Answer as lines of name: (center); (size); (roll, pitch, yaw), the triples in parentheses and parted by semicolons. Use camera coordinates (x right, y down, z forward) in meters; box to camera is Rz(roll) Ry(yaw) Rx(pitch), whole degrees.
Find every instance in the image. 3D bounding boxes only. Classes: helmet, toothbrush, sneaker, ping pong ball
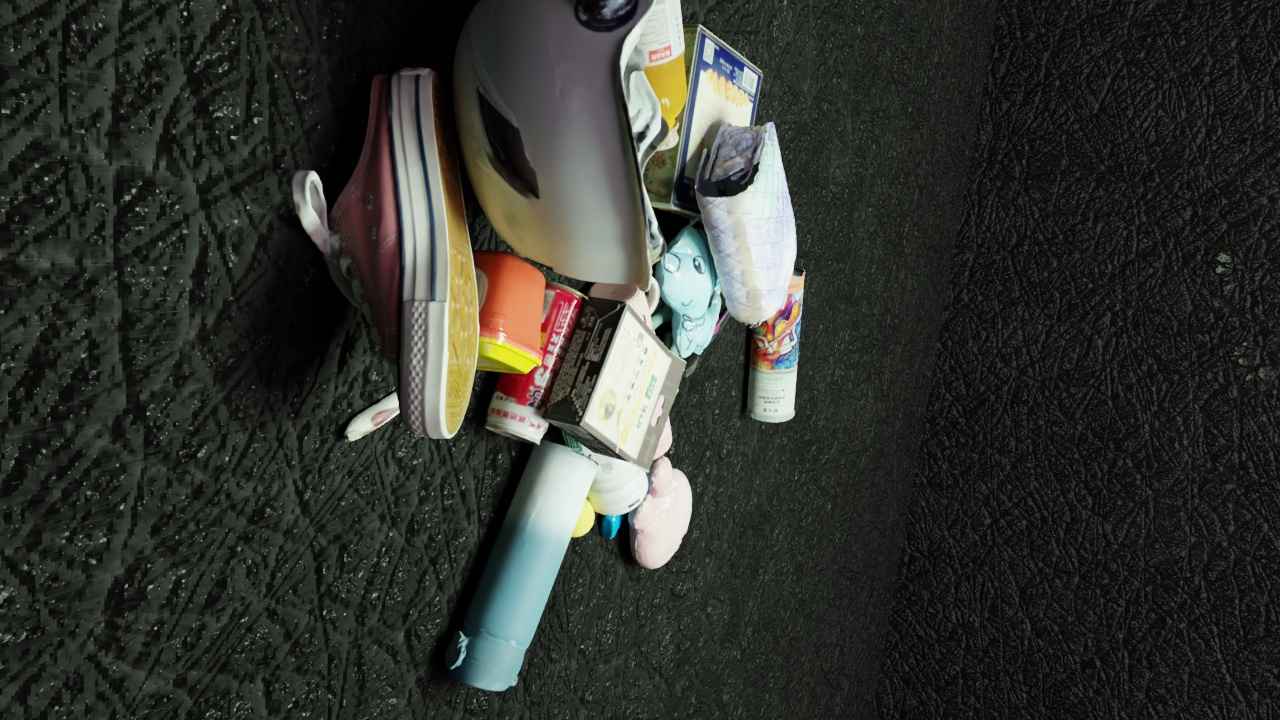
helmet: (-0.056, -0.170, 0.642); (0.229, 0.146, 0.258); (84, 8, -58)
toothbrush: (0.096, -0.039, 1.170); (0.188, 0.014, 0.018); (-51, 153, -42)
toothbrush: (-0.155, 0.016, 0.701); (0.187, 0.017, 0.016); (-40, 134, -51)
sneaker: (-0.159, -0.067, 0.586); (0.118, 0.088, 0.241); (62, 21, -83)
ping pong ball: (-0.066, 0.154, 0.907); (0.040, 0.040, 0.040); (-34, 130, -54)

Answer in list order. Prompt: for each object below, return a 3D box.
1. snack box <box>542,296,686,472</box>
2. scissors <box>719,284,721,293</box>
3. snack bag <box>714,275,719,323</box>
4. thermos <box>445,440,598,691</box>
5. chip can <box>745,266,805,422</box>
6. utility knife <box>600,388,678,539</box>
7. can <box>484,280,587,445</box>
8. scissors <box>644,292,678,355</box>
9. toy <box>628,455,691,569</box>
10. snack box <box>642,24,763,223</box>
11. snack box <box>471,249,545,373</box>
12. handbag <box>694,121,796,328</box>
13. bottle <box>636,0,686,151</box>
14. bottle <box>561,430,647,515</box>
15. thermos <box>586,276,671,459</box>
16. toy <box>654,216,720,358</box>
snack box: (-0.020, 0.023, 0.804); (0.125, 0.053, 0.113); (47, 59, -58)
scissors: (0.096, -0.160, 1.118); (0.150, 0.014, 0.171); (-66, 150, -25)
snack bag: (0.081, -0.084, 1.095); (0.048, 0.026, 0.104); (-122, -154, -62)
thermos: (-0.105, 0.181, 0.818); (0.220, 0.070, 0.070); (-69, 152, -17)
chip can: (0.189, -0.025, 1.292); (0.071, 0.071, 0.215); (-31, 127, -55)
utility knife: (0.004, 0.110, 1.049); (0.034, 0.018, 0.204); (84, 29, -55)
can: (-0.088, 0.002, 0.784); (0.053, 0.053, 0.132); (39, 67, -61)
scissors: (0.021, -0.037, 1.021); (0.174, 0.019, 0.176); (-66, 150, -18)
toy: (0.022, 0.173, 1.065); (0.160, 0.054, 0.121); (72, 39, -56)
snack box: (0.069, -0.245, 0.992); (0.177, 0.046, 0.182); (-1, 102, -62)
snack box: (-0.118, -0.037, 0.676); (0.082, 0.091, 0.080); (32, 65, -61)
handbag: (0.114, -0.148, 0.982); (0.194, 0.076, 0.133); (67, 33, -46)
bottle: (0.006, -0.284, 0.829); (0.067, 0.068, 0.190); (-51, 143, -42)
bottle: (-0.043, 0.062, 0.886); (0.068, 0.068, 0.197); (-52, 140, -40)
thermos: (-0.006, 0.005, 0.928); (0.087, 0.067, 0.199); (-38, 135, -33)
toy: (0.056, -0.079, 1.003); (0.161, 0.050, 0.156); (-12, 109, -62)
